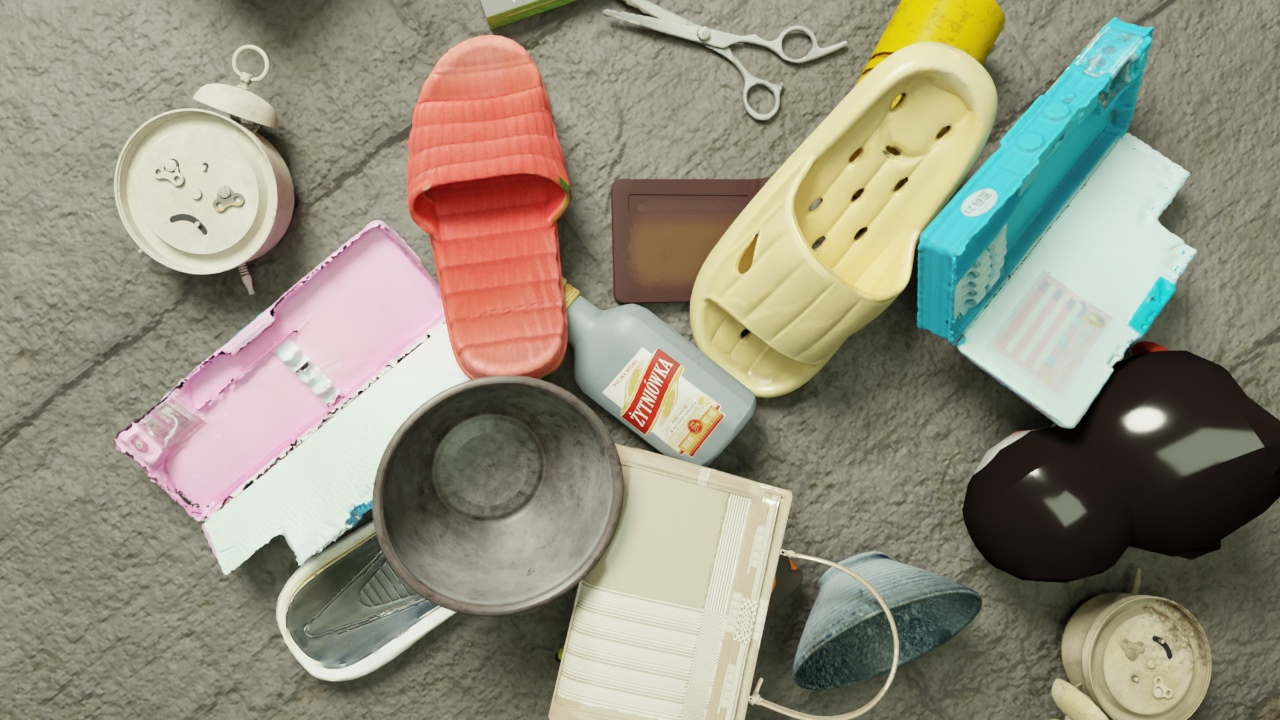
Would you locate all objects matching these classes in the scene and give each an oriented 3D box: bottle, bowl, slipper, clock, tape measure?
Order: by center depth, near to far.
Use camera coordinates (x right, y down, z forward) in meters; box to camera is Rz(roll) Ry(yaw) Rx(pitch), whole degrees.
[{"bbox_3d":[-0.089,0.074,0.561,0.144,0.067,0.145,-3,101,-16],"label":"bowl"},{"bbox_3d":[0.120,-0.076,0.576,0.111,0.079,0.262,32,115,-6],"label":"slipper"},{"bbox_3d":[-0.097,-0.107,0.591,0.103,0.059,0.248,-5,75,-7],"label":"slipper"},{"bbox_3d":[-0.276,-0.130,0.609,0.103,0.061,0.157,21,99,-3],"label":"clock"},{"bbox_3d":[0.174,-0.169,0.622,0.071,0.071,0.164,28,91,-4],"label":"bottle"},{"bbox_3d":[-0.133,0.126,0.626,0.264,0.063,0.111,-34,94,2],"label":"slipper"},{"bbox_3d":[-0.004,0.004,0.629,0.161,0.046,0.072,38,112,-4],"label":"bottle"},{"bbox_3d":[0.158,0.170,0.633,0.137,0.137,0.057,-20,54,-2],"label":"bowl"},{"bbox_3d":[0.076,0.151,0.650,0.059,0.038,0.058,43,90,-17],"label":"tape measure"},{"bbox_3d":[0.335,0.223,0.655,0.140,0.054,0.093,-41,93,-8],"label":"clock"}]

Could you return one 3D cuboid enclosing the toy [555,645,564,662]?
[{"bbox_3d":[-0.008,0.215,0.648,0.094,0.036,0.093,43,85,-10],"label":"toy"}]

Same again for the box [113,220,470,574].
[{"bbox_3d":[-0.215,0.034,0.620,0.230,0.063,0.160,-40,85,-1],"label":"box"}]

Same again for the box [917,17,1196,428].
[{"bbox_3d":[0.275,-0.090,0.602,0.226,0.085,0.170,-46,112,-17],"label":"box"}]

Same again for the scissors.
[{"bbox_3d":[0.060,-0.232,0.643,0.118,0.014,0.161,-45,97,1],"label":"scissors"}]

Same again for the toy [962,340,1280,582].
[{"bbox_3d":[0.308,0.080,0.603,0.184,0.140,0.159,-27,93,-1],"label":"toy"}]

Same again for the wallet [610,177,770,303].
[{"bbox_3d":[0.038,-0.083,0.647,0.115,0.018,0.091,-1,92,-5],"label":"wallet"}]

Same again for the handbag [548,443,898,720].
[{"bbox_3d":[0.060,0.160,0.573,0.198,0.062,0.175,12,86,18],"label":"handbag"}]

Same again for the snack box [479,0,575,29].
[{"bbox_3d":[-0.048,-0.293,0.629,0.147,0.025,0.080,-19,93,-2],"label":"snack box"}]
